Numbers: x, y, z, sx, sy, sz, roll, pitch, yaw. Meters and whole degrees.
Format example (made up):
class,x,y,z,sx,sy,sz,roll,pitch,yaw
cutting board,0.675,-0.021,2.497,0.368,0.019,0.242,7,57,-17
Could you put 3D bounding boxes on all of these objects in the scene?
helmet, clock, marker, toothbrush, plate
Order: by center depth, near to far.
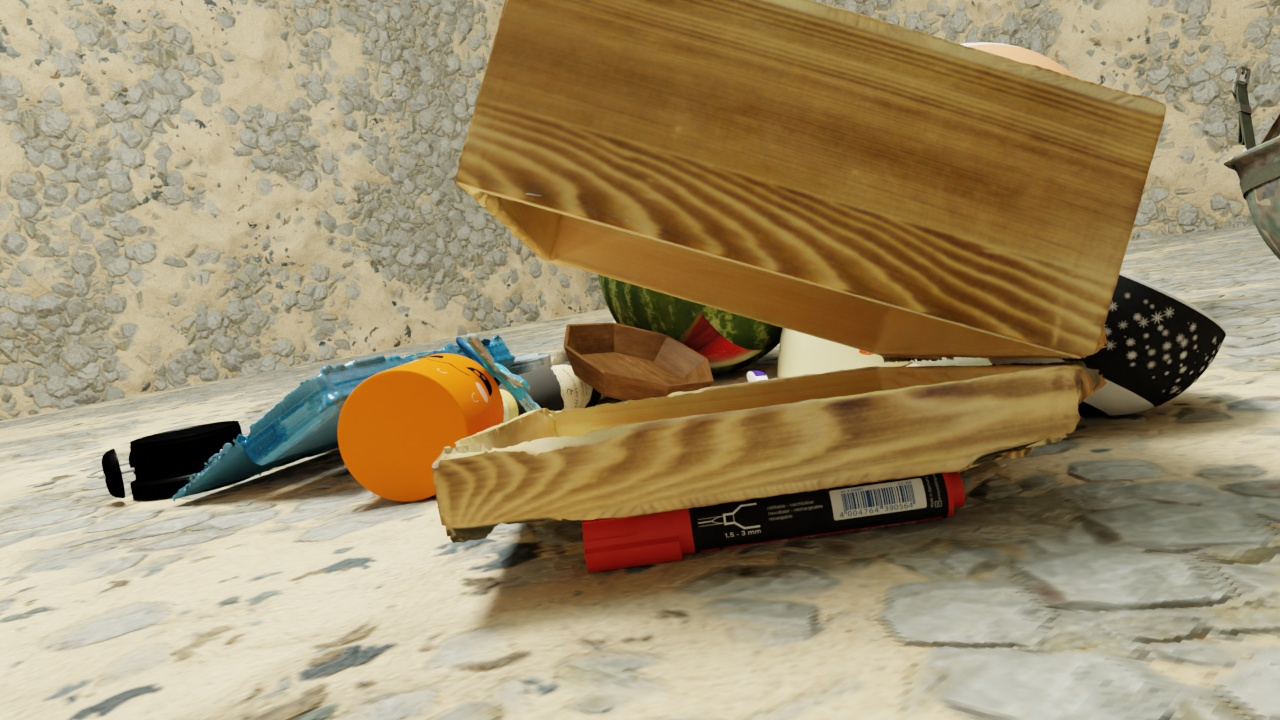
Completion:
class,x,y,z,sx,sy,sz,roll,pitch,yaw
marker,0.051,0.061,0.354,0.145,0.021,0.023,-9,36,3
toothbrush,0.098,0.022,0.710,0.016,0.015,0.186,-4,5,2
clock,-0.364,0.078,0.715,0.120,0.042,0.091,-9,6,-2
plate,-0.005,0.004,0.758,0.131,0.025,0.131,13,20,-5
helmet,0.606,-0.174,0.760,0.223,0.236,0.193,-15,-7,-25
clock,-0.131,0.022,0.879,0.090,0.052,0.129,-11,7,-23
helmet,0.063,-0.104,0.895,0.213,0.247,0.242,-6,42,8

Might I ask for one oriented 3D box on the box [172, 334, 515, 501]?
class,x,y,z,sx,sy,sz,roll,pitch,yaw
box,-0.219,0.044,0.709,0.175,0.033,0.231,-31,-5,24

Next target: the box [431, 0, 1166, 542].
class,x,y,z,sx,sy,sz,roll,pitch,yaw
box,0.057,-0.016,0.445,0.258,0.220,0.279,14,-1,0

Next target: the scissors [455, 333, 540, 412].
class,x,y,z,sx,sy,sz,roll,pitch,yaw
scissors,-0.101,0.006,0.639,0.012,0.127,0.137,-47,-28,-9

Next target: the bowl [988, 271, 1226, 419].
class,x,y,z,sx,sy,sz,roll,pitch,yaw
bowl,0.225,-0.008,0.478,0.120,0.066,0.120,25,6,-3

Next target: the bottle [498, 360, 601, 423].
class,x,y,z,sx,sy,sz,roll,pitch,yaw
bottle,-0.100,0.036,0.715,0.045,0.045,0.184,-5,7,34

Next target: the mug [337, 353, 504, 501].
class,x,y,z,sx,sy,sz,roll,pitch,yaw
mug,-0.117,0.045,0.573,0.112,0.078,0.096,23,7,2

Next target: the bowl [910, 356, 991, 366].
class,x,y,z,sx,sy,sz,roll,pitch,yaw
bowl,0.240,-0.022,0.692,0.117,0.061,0.117,-9,5,1

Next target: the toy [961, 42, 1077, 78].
class,x,y,z,sx,sy,sz,roll,pitch,yaw
toy,0.299,-0.148,0.835,0.263,0.266,0.280,-20,18,1

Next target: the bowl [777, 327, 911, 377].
class,x,y,z,sx,sy,sz,roll,pitch,yaw
bowl,0.175,-0.030,0.807,0.118,0.074,0.118,-9,6,1

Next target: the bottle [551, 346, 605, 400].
class,x,y,z,sx,sy,sz,roll,pitch,yaw
bottle,-0.036,0.003,0.889,0.059,0.059,0.167,-7,5,13

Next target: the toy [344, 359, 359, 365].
class,x,y,z,sx,sy,sz,roll,pitch,yaw
toy,-0.259,0.036,0.820,0.113,0.067,0.087,-13,5,6
